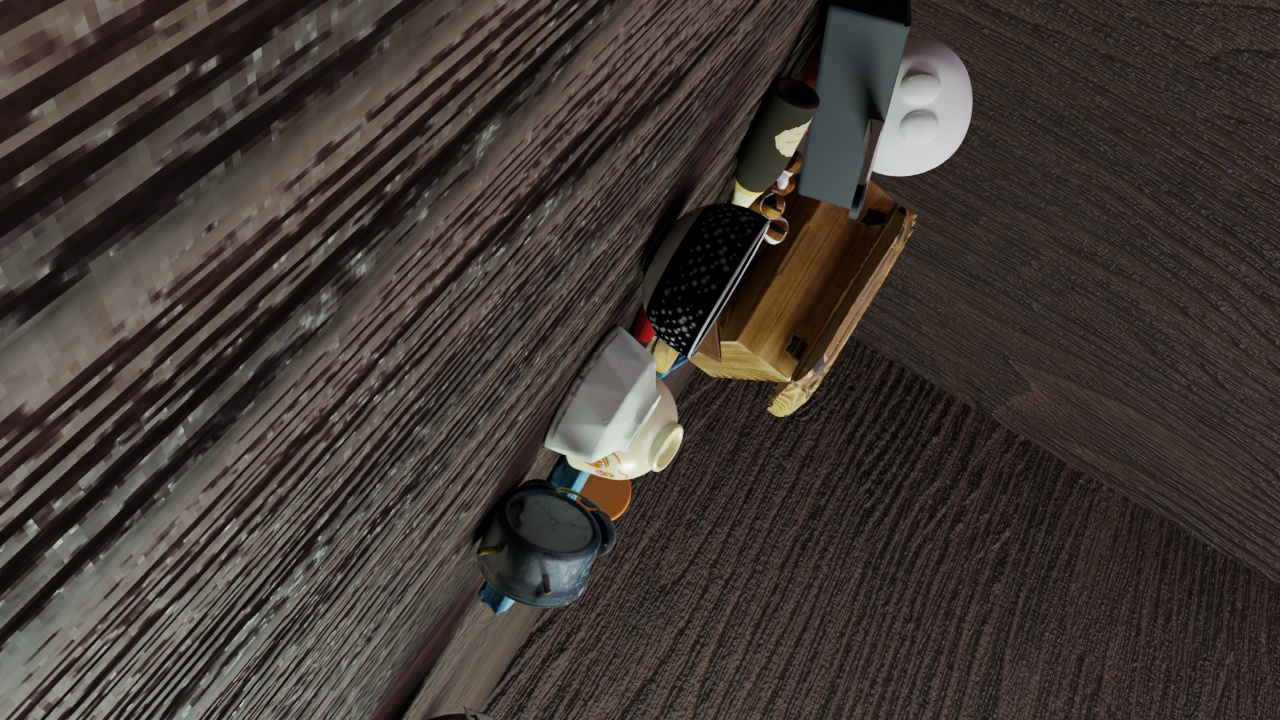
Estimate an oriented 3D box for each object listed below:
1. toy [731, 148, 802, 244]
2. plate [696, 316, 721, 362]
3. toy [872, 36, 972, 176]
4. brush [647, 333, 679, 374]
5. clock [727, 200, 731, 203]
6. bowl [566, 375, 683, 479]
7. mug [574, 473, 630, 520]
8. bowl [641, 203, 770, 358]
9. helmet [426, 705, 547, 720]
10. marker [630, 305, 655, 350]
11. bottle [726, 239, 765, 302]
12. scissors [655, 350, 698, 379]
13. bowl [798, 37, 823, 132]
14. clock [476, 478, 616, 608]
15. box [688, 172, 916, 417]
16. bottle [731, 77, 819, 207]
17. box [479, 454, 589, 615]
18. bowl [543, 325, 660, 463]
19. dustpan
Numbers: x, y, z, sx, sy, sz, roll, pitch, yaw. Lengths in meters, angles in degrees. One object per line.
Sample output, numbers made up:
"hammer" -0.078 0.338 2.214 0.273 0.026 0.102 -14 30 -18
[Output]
"toy" 0.131 -0.184 0.931 0.113 0.067 0.087 -63 -149 21
"plate" 0.063 -0.061 0.926 0.131 0.025 0.131 -3 89 -84
"toy" 0.509 -0.502 1.825 0.280 0.265 0.263 -110 -164 -73
"brush" 0.024 -0.021 0.986 0.059 0.043 0.195 -57 176 -4
"clock" 0.101 -0.140 1.047 0.091 0.042 0.121 -57 175 -26
"bowl" -0.004 0.065 0.849 0.117 0.074 0.118 -47 154 -32
"mug" -0.066 0.167 1.120 0.112 0.077 0.096 -27 171 -5
"bowl" 0.039 -0.070 0.693 0.120 0.066 0.120 -58 175 -8
"helmet" -0.145 0.431 0.835 0.223 0.236 0.193 -45 174 -26
"marker" -0.005 -0.007 0.888 0.145 0.021 0.023 115 -15 -53
"bottle" 0.092 -0.094 1.139 0.167 0.059 0.059 -58 175 -9
"scissors" 0.025 0.016 1.080 0.127 0.012 0.137 -30 -169 11
"bowl" 0.201 -0.318 1.022 0.122 0.035 0.122 -58 175 -8
"clock" -0.071 0.136 0.708 0.052 0.090 0.129 -68 169 24
"box" 0.226 -0.082 1.216 0.279 0.220 0.259 -57 -164 -10
"bottle" 0.110 -0.179 0.872 0.045 0.045 0.185 -55 174 -43
"box" -0.087 0.149 0.984 0.231 0.033 0.174 -60 177 1
"bowl" -0.023 0.036 0.746 0.117 0.061 0.117 -58 174 -9
"dustpan" 0.208 -0.245 0.857 0.237 0.080 0.272 86 29 -60
